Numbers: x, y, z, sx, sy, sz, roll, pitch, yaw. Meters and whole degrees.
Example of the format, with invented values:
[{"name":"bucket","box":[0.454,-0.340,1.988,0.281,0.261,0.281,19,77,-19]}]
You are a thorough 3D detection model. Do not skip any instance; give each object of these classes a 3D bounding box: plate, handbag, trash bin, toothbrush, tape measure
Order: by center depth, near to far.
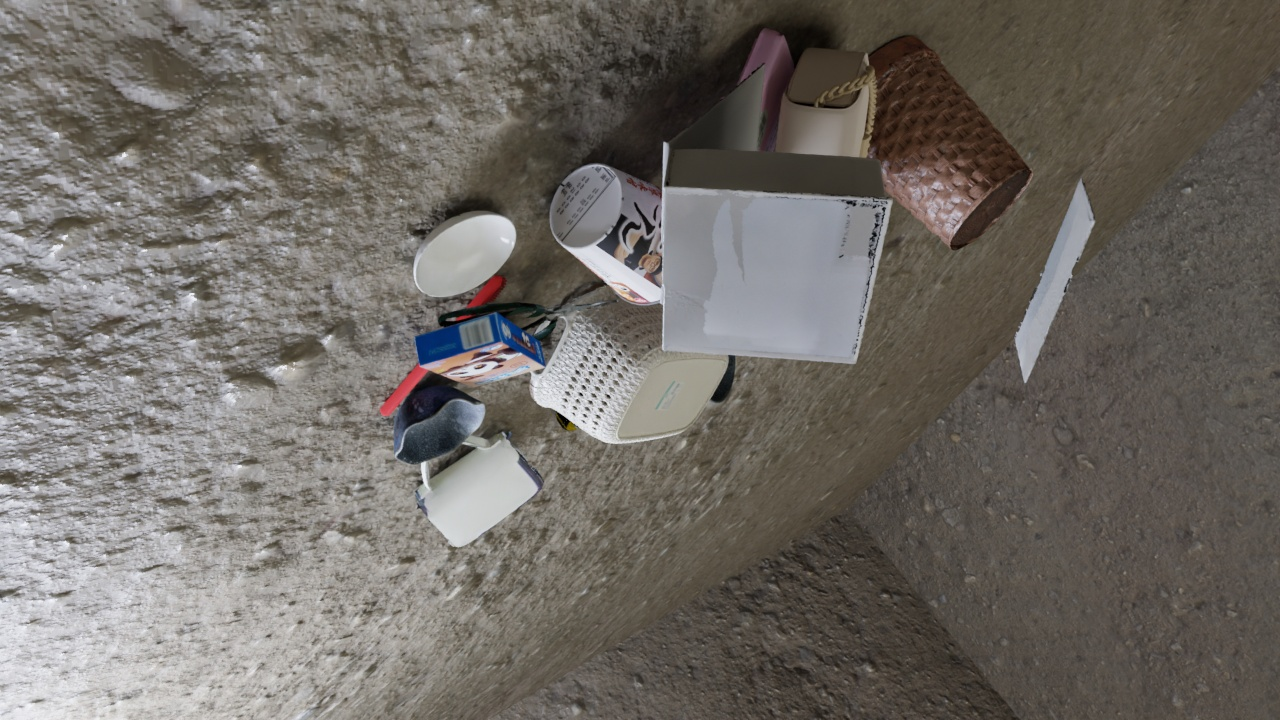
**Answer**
[{"name":"plate","box":[-0.165,-0.104,0.843,0.104,0.026,0.104,-31,158,-14]},{"name":"handbag","box":[0.178,-0.209,0.946,0.208,0.103,0.211,-55,152,-59]},{"name":"toothbrush","box":[-0.209,-0.013,0.972,0.213,0.012,0.017,-46,160,20]},{"name":"trash bin","box":[0.338,-0.249,1.061,0.151,0.210,0.151,-32,157,-15]},{"name":"handbag","box":[-0.229,0.145,1.203,0.151,0.074,0.176,-36,139,-6]},{"name":"tape measure","box":[-0.088,0.074,1.291,0.061,0.034,0.062,-35,157,-2]}]

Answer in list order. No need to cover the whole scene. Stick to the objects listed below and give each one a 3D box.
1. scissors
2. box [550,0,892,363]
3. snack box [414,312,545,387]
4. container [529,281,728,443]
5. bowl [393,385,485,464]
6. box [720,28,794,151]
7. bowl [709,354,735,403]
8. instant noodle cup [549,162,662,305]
[{"name":"scissors","box":[-0.125,-0.037,0.975,0.201,0.015,0.203,-9,165,-24]},{"name":"box","box":[0.053,-0.180,0.824,0.173,0.421,0.168,-13,136,-13]},{"name":"snack box","box":[-0.162,-0.008,0.948,0.087,0.034,0.151,-15,168,7]},{"name":"container","box":[-0.007,0.007,1.138,0.245,0.143,0.185,-3,127,-54]},{"name":"bowl","box":[-0.234,0.064,1.029,0.110,0.055,0.110,-31,156,-15]},{"name":"box","box":[0.108,-0.205,0.912,0.201,0.038,0.152,-68,156,-8]},{"name":"bowl","box":[0.085,-0.005,1.336,0.057,0.137,0.137,-3,175,30]},{"name":"instant noodle cup","box":[-0.019,-0.130,0.904,0.124,0.123,0.121,-44,148,16]}]
